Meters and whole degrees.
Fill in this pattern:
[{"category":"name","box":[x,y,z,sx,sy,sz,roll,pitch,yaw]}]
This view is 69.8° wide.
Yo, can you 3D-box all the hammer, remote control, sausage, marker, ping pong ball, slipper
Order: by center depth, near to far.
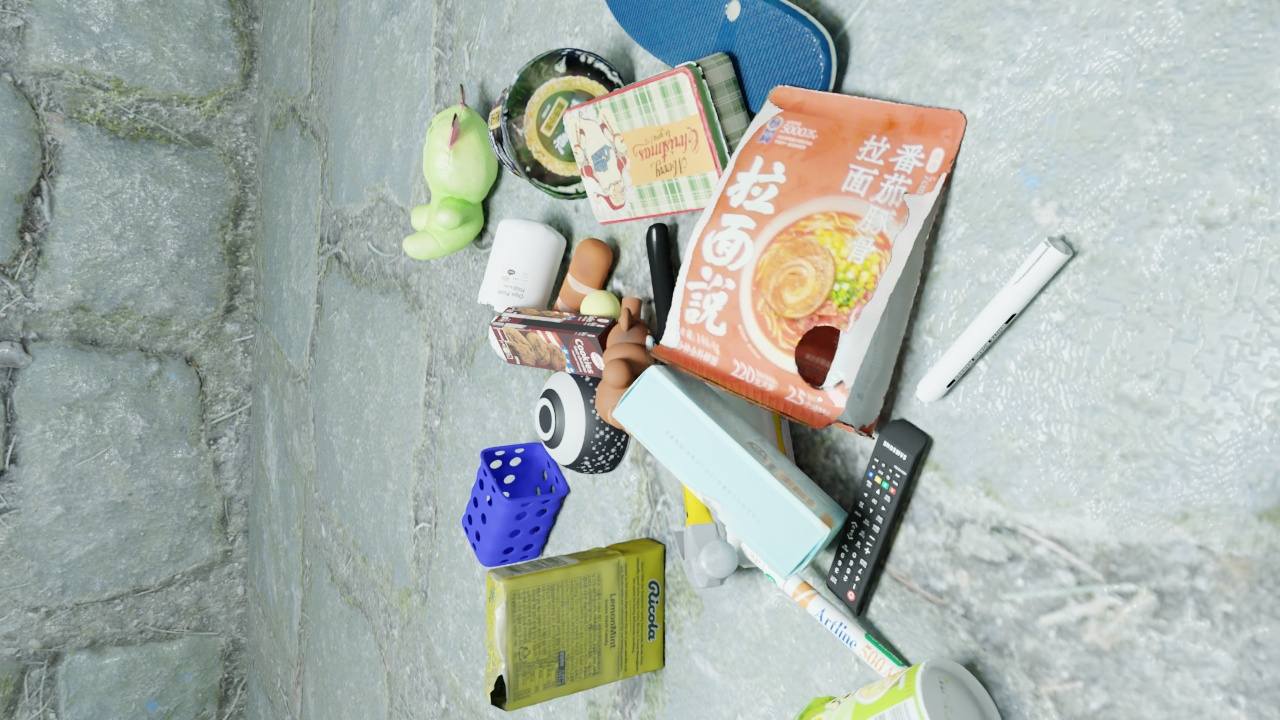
[{"category":"marker","box":[0.208,-0.020,0.554,0.134,0.020,0.017,-60,35,39]},{"category":"remote control","box":[0.162,0.111,0.634,0.033,0.015,0.147,41,124,48]},{"category":"marker","box":[0.128,0.176,0.656,0.145,0.017,0.017,38,123,33]},{"category":"slipper","box":[0.059,-0.286,0.741,0.295,0.060,0.118,47,135,28]},{"category":"hammer","box":[0.034,0.033,0.788,0.127,0.029,0.323,104,160,-68]},{"category":"ping pong ball","box":[-0.040,-0.050,0.912,0.040,0.040,0.040,4,94,57]},{"category":"sausage","box":[-0.069,-0.058,0.953,0.039,0.044,0.165,34,127,10]}]

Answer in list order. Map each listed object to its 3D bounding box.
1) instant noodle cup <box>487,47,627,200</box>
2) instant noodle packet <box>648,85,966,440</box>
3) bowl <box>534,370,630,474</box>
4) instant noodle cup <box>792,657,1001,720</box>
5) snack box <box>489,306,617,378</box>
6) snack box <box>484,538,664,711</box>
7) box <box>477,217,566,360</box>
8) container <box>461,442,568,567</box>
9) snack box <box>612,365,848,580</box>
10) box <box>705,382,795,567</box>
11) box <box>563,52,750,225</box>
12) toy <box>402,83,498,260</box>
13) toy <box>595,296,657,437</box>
[{"category":"instant noodle cup","box":[-0.086,-0.231,0.907,0.112,0.137,0.137,-156,68,-63]},{"category":"instant noodle packet","box":[0.119,-0.076,0.642,0.164,0.083,0.221,26,99,42]},{"category":"bowl","box":[-0.069,0.058,0.937,0.120,0.066,0.120,4,94,57]},{"category":"instant noodle cup","box":[0.163,0.242,0.575,0.108,0.098,0.098,-49,52,36]},{"category":"snack box","box":[-0.082,-0.019,0.917,0.141,0.031,0.051,8,132,36]},{"category":"snack box","box":[-0.059,0.234,0.826,0.045,0.180,0.121,4,95,52]},{"category":"box","box":[-0.131,-0.072,1.018,0.126,0.084,0.155,70,-143,-87]},{"category":"container","box":[-0.146,0.165,1.045,0.085,0.084,0.114,55,135,39]},{"category":"snack box","box":[0.066,0.075,0.662,0.174,0.074,0.053,44,106,16]},{"category":"box","box":[0.086,0.057,0.729,0.065,0.037,0.209,-21,73,52]},{"category":"box","box":[0.013,-0.182,0.782,0.206,0.050,0.118,7,123,55]},{"category":"toy","box":[-0.232,-0.227,1.153,0.197,0.107,0.150,-59,21,27]},{"category":"toy","box":[-0.005,0.005,0.850,0.095,0.065,0.127,62,-148,-71]}]
